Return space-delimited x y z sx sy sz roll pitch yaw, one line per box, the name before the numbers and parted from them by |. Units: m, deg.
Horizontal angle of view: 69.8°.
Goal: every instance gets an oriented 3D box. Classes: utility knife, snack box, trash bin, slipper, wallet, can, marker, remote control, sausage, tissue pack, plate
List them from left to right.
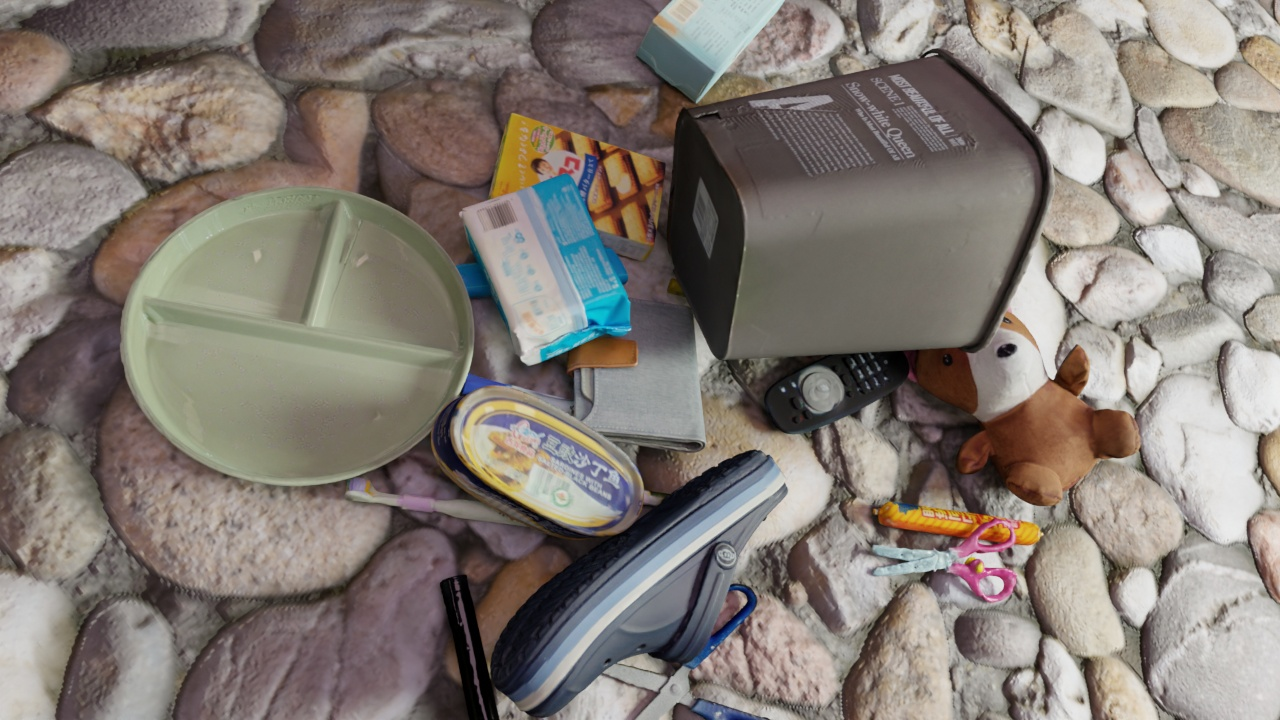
plate | -0.233 -0.020 0.642 0.230 0.028 0.229 5 65 -12
marker | -0.109 0.207 0.604 0.020 0.022 0.132 -20 73 12
utility knife | -0.100 -0.066 0.722 0.185 0.018 0.034 -8 72 -21
can | -0.069 0.072 0.625 0.148 0.049 0.074 32 66 -17
tissue pack | -0.071 -0.069 0.681 0.090 0.063 0.140 -21 71 -12
marker | -0.062 0.035 0.694 0.145 0.017 0.016 15 65 -13
snack box | -0.052 -0.143 0.763 0.140 0.034 0.086 14 64 -12
wallet | -0.004 0.004 0.704 0.106 0.037 0.129 9 52 -15
slipper | 0.011 0.156 0.625 0.252 0.105 0.095 -35 89 -30
snack box | 0.075 -0.328 0.872 0.074 0.052 0.174 39 62 -3
trash bin | 0.148 -0.111 0.702 0.219 0.199 0.198 -8 46 -13
remote control | 0.164 0.022 0.771 0.136 0.024 0.053 -23 78 -16
sausage | 0.267 0.137 0.767 0.165 0.022 0.021 10 66 -16

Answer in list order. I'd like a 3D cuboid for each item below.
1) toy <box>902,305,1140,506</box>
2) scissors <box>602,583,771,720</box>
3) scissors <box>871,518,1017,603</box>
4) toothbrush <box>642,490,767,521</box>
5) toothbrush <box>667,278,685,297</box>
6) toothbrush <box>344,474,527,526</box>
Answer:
toy | 0.309 0.025 0.779 0.140 0.130 0.199 -33 74 -3
scissors | 0.037 0.232 0.652 0.162 0.012 0.175 40 64 1
scissors | 0.249 0.153 0.747 0.137 0.017 0.077 12 91 -12
toothbrush | 0.010 0.108 0.693 0.185 0.012 0.017 10 72 -16
toothbrush | 0.114 -0.046 0.791 0.190 0.016 0.016 12 61 -15
toothbrush | -0.110 0.104 0.648 0.189 0.029 0.020 12 107 -16
